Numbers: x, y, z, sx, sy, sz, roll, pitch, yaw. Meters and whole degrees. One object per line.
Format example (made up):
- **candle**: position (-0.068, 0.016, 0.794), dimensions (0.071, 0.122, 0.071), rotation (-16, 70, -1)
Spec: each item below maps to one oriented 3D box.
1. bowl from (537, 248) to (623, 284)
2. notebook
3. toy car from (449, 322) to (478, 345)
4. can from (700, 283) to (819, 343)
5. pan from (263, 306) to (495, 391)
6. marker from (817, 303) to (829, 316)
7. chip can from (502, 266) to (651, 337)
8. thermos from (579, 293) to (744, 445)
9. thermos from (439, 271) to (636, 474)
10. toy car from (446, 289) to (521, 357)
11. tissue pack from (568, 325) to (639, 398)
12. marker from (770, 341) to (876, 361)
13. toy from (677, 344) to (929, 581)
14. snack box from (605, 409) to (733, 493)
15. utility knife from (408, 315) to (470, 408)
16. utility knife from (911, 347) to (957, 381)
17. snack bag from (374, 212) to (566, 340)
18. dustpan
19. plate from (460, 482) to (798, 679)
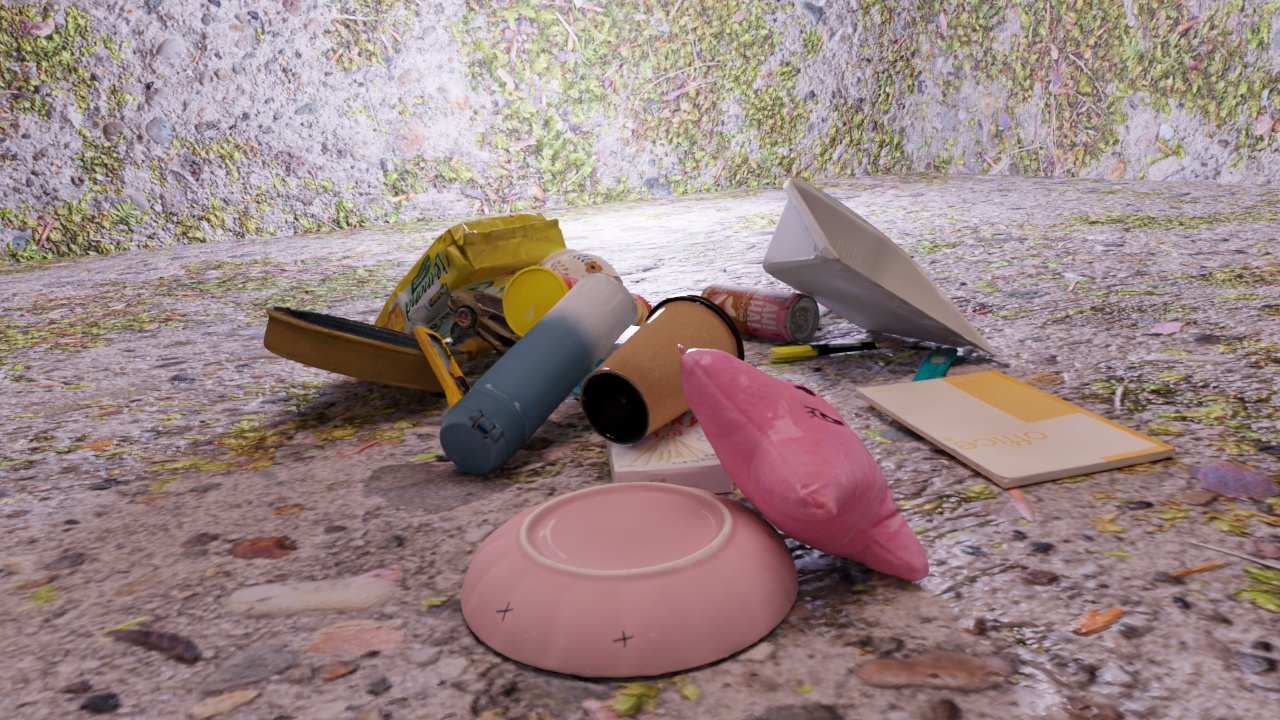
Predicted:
- **bowl**: position (-0.082, -0.088, 1.048), dimensions (0.113, 0.062, 0.113), rotation (-26, -14, -7)
- **notebook**: position (0.287, 0.048, 0.734), dimensions (0.145, 0.010, 0.206), rotation (-7, 18, -14)
- **toy car**: position (-0.170, -0.036, 1.108), dimensions (0.120, 0.036, 0.054), rotation (-5, -10, -30)
- **can**: position (0.137, -0.057, 1.086), dimensions (0.057, 0.058, 0.147), rotation (-16, 19, -39)
- **pan**: position (-0.216, -0.018, 0.974), dimensions (0.198, 0.078, 0.356), rotation (17, 3, 43)
- **marker**: position (0.227, -0.067, 1.172), dimensions (0.018, 0.022, 0.130), rotation (-1, 15, 32)
- **chip can**: position (-0.057, -0.048, 0.963), dimensions (0.073, 0.073, 0.216), rotation (3, -2, 24)
- **thermos**: position (0.018, 0.008, 0.718), dimensions (0.093, 0.093, 0.142), rotation (6, 26, 31)
- **thermos**: position (-0.083, 0.007, 0.771), dimensions (0.070, 0.070, 0.219), rotation (6, 39, 33)
- **toy car**: position (-0.133, -0.027, 0.943), dimensions (0.158, 0.042, 0.070), rotation (38, 19, 9)
- **tissue pack**: position (-0.005, 0.005, 0.874), dimensions (0.089, 0.063, 0.140), rotation (-16, 19, -39)
- **marker**: position (0.197, -0.011, 0.985), dimensions (0.124, 0.015, 0.018), rotation (-5, 15, -15)
- **toy**: position (0.086, 0.053, 0.541), dimensions (0.178, 0.074, 0.194), rotation (40, 6, -14)
- **snack box**: position (0.017, 0.066, 0.715), dimensions (0.084, 0.027, 0.156), rotation (-5, 16, -4)
- **utility knife**: position (-0.172, 0.013, 0.823), dimensions (0.033, 0.015, 0.173), rotation (15, 30, -48)
- **utility knife**: position (0.285, 0.008, 0.891), dimensions (0.029, 0.013, 0.159), rotation (3, 17, 26)
- **snack bag**: position (-0.208, -0.092, 1.084), dimensions (0.157, 0.068, 0.247), rotation (-20, -11, -48)
- **dustpan**: position (0.253, -0.123, 1.009), dimensions (0.222, 0.142, 0.258), rotation (27, -5, -21)
- **plate**: position (-0.007, 0.110, 0.526), dimensions (0.192, 0.039, 0.192), rotation (-3, 15, 1)
